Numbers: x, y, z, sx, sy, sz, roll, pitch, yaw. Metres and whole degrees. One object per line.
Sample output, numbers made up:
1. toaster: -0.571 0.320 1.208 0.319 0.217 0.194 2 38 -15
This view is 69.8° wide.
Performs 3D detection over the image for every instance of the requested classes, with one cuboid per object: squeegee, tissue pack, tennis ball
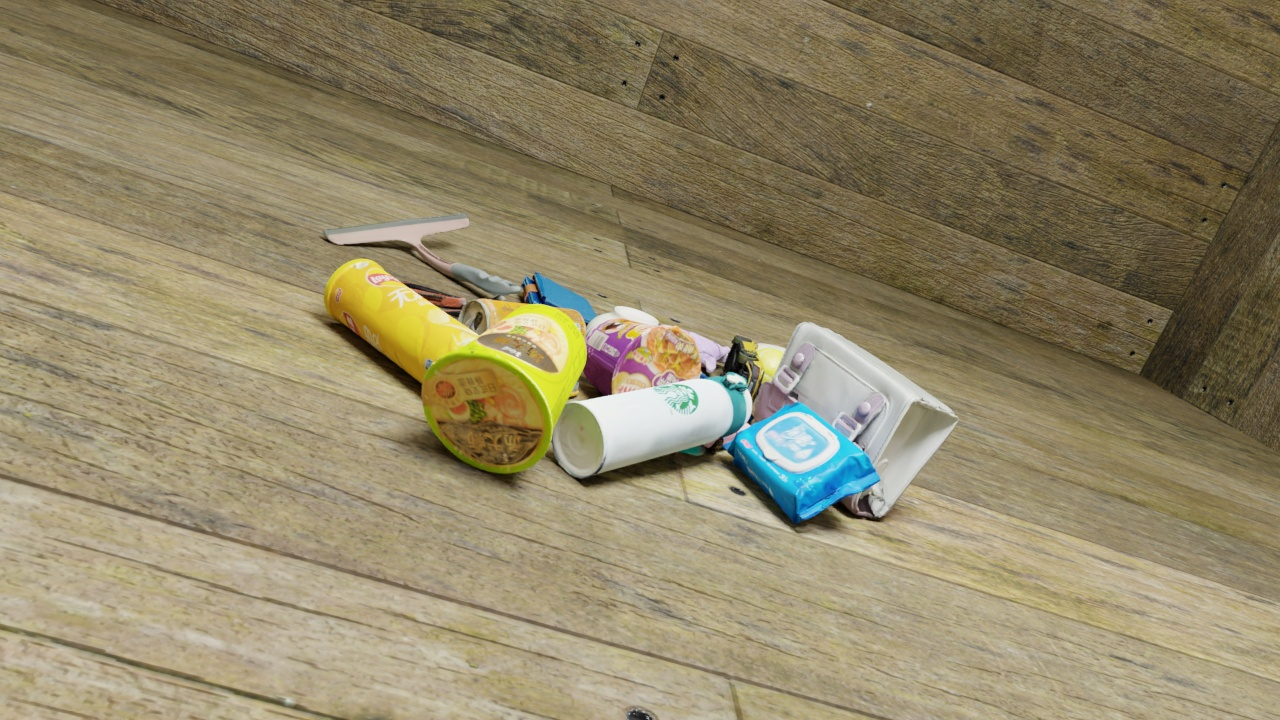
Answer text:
1. squeegee: -0.252 -0.130 1.239 0.250 0.040 0.247 29 28 30
2. tissue pack: 0.154 0.095 0.910 0.095 0.052 0.157 -28 34 -13
3. tennis ball: 0.175 0.015 1.250 0.065 0.065 0.065 19 16 -6

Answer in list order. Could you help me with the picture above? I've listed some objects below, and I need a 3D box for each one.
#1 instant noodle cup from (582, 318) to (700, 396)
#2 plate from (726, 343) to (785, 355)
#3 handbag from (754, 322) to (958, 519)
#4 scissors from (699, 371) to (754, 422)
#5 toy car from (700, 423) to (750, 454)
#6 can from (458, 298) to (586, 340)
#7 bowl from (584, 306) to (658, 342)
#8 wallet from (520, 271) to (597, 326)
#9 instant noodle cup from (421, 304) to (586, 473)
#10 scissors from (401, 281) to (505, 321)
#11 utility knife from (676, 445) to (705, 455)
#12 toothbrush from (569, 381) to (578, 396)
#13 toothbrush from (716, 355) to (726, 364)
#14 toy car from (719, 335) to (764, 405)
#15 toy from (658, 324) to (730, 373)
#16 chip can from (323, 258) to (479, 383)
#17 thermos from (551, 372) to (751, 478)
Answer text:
1. instant noodle cup: -0.006 0.006 0.994 0.111 0.111 0.099 10 10 -34
2. plate: 0.217 0.012 1.372 0.163 0.034 0.164 9 20 -35
3. handbag: 0.220 0.062 1.000 0.098 0.145 0.197 16 16 -32
4. scissors: 0.077 0.023 1.075 0.173 0.012 0.162 41 5 -16
5. toy car: 0.083 0.071 1.000 0.056 0.037 0.122 32 18 29
6. can: -0.132 -0.036 1.043 0.145 0.058 0.058 4 23 -46
7. bowl: -0.014 -0.027 1.148 0.116 0.066 0.116 19 16 -6
8. wallet: -0.107 -0.074 1.241 0.106 0.040 0.133 24 12 -20
9. instant noodle cup: -0.102 0.013 0.760 0.112 0.112 0.123 23 34 6
10. scissors: -0.210 -0.065 1.117 0.226 0.015 0.189 13 14 -27
11. utility knife: -0.033 0.070 0.898 0.222 0.013 0.029 14 14 -20
12. toothbrush: -0.101 0.035 0.900 0.016 0.018 0.191 14 8 19
13. toothbrush: 0.111 -0.007 1.306 0.189 0.021 0.029 19 22 11
14. toy car: 0.133 0.011 1.197 0.041 0.071 0.155 18 15 -5
15. toy: 0.064 -0.018 1.270 0.108 0.039 0.083 25 28 10
16. chip can: -0.216 -0.024 0.880 0.213 0.072 0.072 32 19 32
17. thermos: 0.022 0.054 0.860 0.073 0.073 0.223 32 27 35
